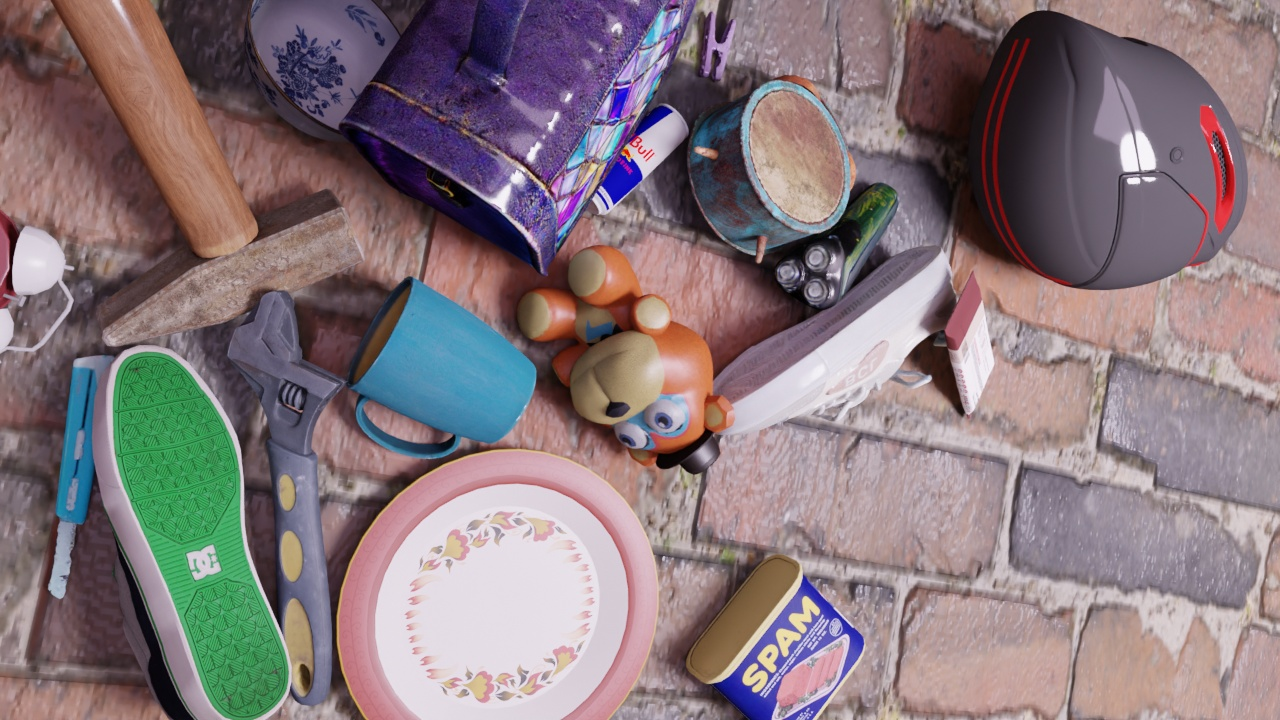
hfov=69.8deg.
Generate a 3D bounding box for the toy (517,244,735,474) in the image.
[{"bbox_3d":[-0.004,0.004,0.646,0.176,0.112,0.096,45,39,-14],"label":"toy"}]

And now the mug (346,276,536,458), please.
[{"bbox_3d":[-0.136,0.017,0.612,0.104,0.084,0.112,31,108,-24],"label":"mug"}]

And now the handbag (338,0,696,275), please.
[{"bbox_3d":[-0.064,-0.173,0.543,0.125,0.222,0.204,30,79,1],"label":"handbag"}]

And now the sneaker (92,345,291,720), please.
[{"bbox_3d":[-0.288,0.110,0.557,0.084,0.079,0.235,-8,78,-60],"label":"sneaker"}]

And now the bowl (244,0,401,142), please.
[{"bbox_3d":[-0.203,-0.185,0.582,0.114,0.045,0.114,23,58,-42],"label":"bowl"}]

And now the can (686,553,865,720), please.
[{"bbox_3d":[0.108,0.227,0.715,0.092,0.057,0.116,47,76,-17],"label":"can"}]

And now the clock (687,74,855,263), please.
[{"bbox_3d":[0.104,-0.152,0.699,0.157,0.073,0.121,-41,106,-35],"label":"clock"}]

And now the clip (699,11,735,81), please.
[{"bbox_3d":[0.060,-0.242,0.712,0.035,0.013,0.052,7,91,-20],"label":"clip"}]

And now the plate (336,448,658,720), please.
[{"bbox_3d":[-0.097,0.177,0.653,0.229,0.021,0.230,0,91,-21],"label":"plate"}]

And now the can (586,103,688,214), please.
[{"bbox_3d":[-0.007,-0.148,0.676,0.095,0.032,0.032,-46,106,-14],"label":"can"}]

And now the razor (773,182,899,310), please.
[{"bbox_3d":[0.162,-0.096,0.721,0.054,0.067,0.151,37,62,14],"label":"razor"}]

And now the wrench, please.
[{"bbox_3d":[-0.220,0.092,0.585,0.073,0.022,0.273,2,100,11],"label":"wrench"}]

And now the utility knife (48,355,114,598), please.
[{"bbox_3d":[-0.343,0.071,0.562,0.022,0.015,0.151,7,91,-22],"label":"utility knife"}]

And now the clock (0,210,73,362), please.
[{"bbox_3d":[-0.393,-0.054,0.524,0.124,0.044,0.087,36,79,-18],"label":"clock"}]

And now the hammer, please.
[{"bbox_3d":[-0.275,-0.150,0.490,0.157,0.037,0.301,-28,133,-18],"label":"hammer"}]

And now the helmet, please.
[{"bbox_3d":[0.361,-0.157,0.747,0.170,0.164,0.265,-31,112,-6],"label":"helmet"}]

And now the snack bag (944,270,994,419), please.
[{"bbox_3d":[0.269,-0.009,0.750,0.057,0.013,0.158,-59,145,-14],"label":"snack bag"}]

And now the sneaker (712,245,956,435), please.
[{"bbox_3d":[0.159,0.006,0.713,0.241,0.090,0.091,-32,107,-19],"label":"sneaker"}]
